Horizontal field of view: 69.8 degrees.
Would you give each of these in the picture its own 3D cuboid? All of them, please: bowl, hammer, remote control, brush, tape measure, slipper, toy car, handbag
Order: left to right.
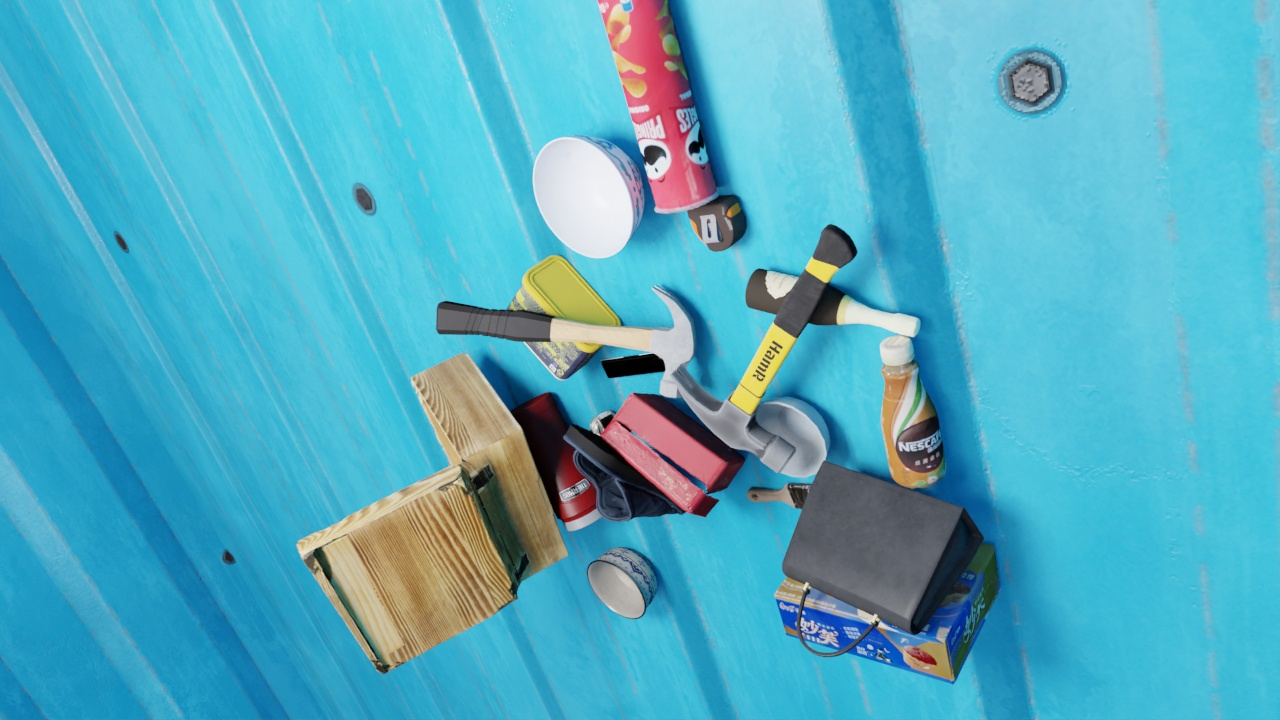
[{"bbox_3d":[-0.094,-0.037,1.141,0.328,0.039,0.131,6,101,9],"label":"hammer"},{"bbox_3d":[-0.045,-0.199,1.059,0.144,0.074,0.144,23,133,28],"label":"bowl"},{"bbox_3d":[-0.035,0.127,1.306,0.041,0.048,0.113,-8,106,49],"label":"toy car"},{"bbox_3d":[-0.032,0.167,1.217,0.109,0.083,0.265,37,179,37],"label":"slipper"},{"bbox_3d":[-0.022,0.346,1.456,0.115,0.059,0.116,23,133,28],"label":"bowl"},{"bbox_3d":[-0.007,0.007,1.226,0.124,0.011,0.028,-8,114,45],"label":"remote control"},{"bbox_3d":[0.083,-0.149,1.008,0.058,0.038,0.059,3,121,41],"label":"tape measure"},{"bbox_3d":[0.143,-0.018,0.988,0.170,0.033,0.325,36,137,12],"label":"hammer"},{"bbox_3d":[0.182,0.085,1.093,0.106,0.039,0.106,23,133,28],"label":"bowl"},{"bbox_3d":[0.196,0.172,1.166,0.152,0.012,0.039,-6,116,44],"label":"brush"},{"bbox_3d":[0.236,0.229,0.988,0.176,0.195,0.072,16,157,46],"label":"handbag"}]

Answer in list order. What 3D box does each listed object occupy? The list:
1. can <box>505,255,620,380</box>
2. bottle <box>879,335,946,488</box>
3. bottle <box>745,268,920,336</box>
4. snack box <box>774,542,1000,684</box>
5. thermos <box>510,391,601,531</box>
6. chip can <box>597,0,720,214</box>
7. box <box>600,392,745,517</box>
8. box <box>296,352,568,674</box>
[{"bbox_3d":[-0.108,-0.054,1.226,0.135,0.075,0.105,48,142,3],"label":"can"},{"bbox_3d":[0.281,0.053,0.965,0.059,0.059,0.167,5,122,40],"label":"bottle"},{"bbox_3d":[0.202,-0.056,0.966,0.185,0.045,0.045,17,130,28],"label":"bottle"},{"bbox_3d":[0.282,0.263,1.047,0.203,0.154,0.069,5,124,40],"label":"snack box"},{"bbox_3d":[-0.125,0.151,1.390,0.198,0.084,0.108,63,172,-8],"label":"thermos"},{"bbox_3d":[0.019,-0.274,0.949,0.073,0.072,0.233,4,121,40],"label":"chip can"},{"bbox_3d":[0.043,0.115,1.163,0.157,0.129,0.098,39,94,16],"label":"box"},{"bbox_3d":[-0.308,0.225,1.330,0.286,0.335,0.280,42,153,47],"label":"box"}]
